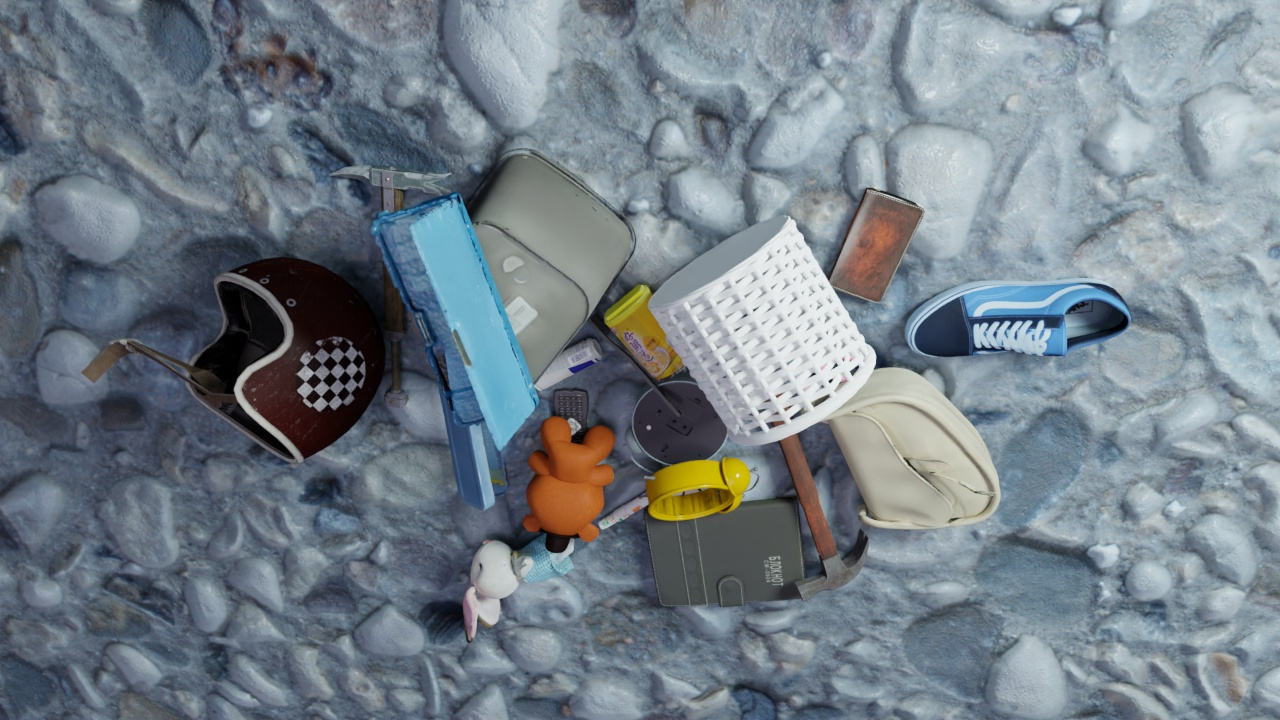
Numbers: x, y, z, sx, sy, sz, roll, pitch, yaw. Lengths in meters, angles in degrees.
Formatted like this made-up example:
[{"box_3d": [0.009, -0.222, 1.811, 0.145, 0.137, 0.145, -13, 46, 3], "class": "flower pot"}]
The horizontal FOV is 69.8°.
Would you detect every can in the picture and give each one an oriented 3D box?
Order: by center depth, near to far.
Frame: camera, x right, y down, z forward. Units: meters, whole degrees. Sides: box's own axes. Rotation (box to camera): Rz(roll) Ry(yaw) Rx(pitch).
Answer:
[{"box_3d": [0.012, -0.033, 1.109, 0.068, 0.067, 0.105, -36, 107, 19], "class": "can"}, {"box_3d": [-0.094, 0.004, 1.156, 0.095, 0.032, 0.032, -27, 109, 16], "class": "can"}]

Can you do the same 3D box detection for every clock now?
[{"box_3d": [0.045, 0.082, 1.172, 0.122, 0.045, 0.160, 30, 115, -8], "class": "clock"}, {"box_3d": [0.077, 0.164, 1.175, 0.152, 0.052, 0.114, -6, 151, -9], "class": "clock"}]

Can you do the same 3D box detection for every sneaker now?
[{"box_3d": [0.431, -0.042, 1.048, 0.241, 0.098, 0.083, -9, 113, 9], "class": "sneaker"}]

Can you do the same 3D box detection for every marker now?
[{"box_3d": [0.004, 0.189, 1.239, 0.146, 0.017, 0.017, -33, 107, 18], "class": "marker"}]

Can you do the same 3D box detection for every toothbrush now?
[{"box_3d": [-0.007, 0.007, 1.127, 0.013, 0.012, 0.167, -44, 81, 14], "class": "toothbrush"}]

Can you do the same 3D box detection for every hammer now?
[{"box_3d": [-0.310, -0.084, 1.140, 0.147, 0.028, 0.317, 9, 115, 8], "class": "hammer"}, {"box_3d": [0.215, 0.169, 1.190, 0.111, 0.028, 0.301, -23, 109, -3], "class": "hammer"}]

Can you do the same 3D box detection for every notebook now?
[{"box_3d": [0.118, 0.267, 1.260, 0.209, 0.029, 0.170, -5, 113, 10], "class": "notebook"}]

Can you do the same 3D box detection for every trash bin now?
[{"box_3d": [-0.132, -0.094, 1.012, 0.197, 0.219, 0.198, 36, 112, -11], "class": "trash bin"}]

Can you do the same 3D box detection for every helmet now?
[{"box_3d": [-0.433, 0.001, 1.072, 0.234, 0.253, 0.234, 6, 143, 48], "class": "helmet"}]

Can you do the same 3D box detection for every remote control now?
[{"box_3d": [-0.090, 0.094, 1.209, 0.046, 0.009, 0.125, 1, 114, 5], "class": "remote control"}]

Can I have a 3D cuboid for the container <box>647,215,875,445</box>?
[{"box_3d": [0.134, -0.034, 1.026, 0.190, 0.189, 0.187, -30, 103, 17], "class": "container"}]

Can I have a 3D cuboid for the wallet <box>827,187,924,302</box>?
[{"box_3d": [0.271, -0.133, 1.065, 0.072, 0.019, 0.123, 19, 115, -3], "class": "wallet"}]

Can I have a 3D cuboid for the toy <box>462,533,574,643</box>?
[{"box_3d": [-0.174, 0.283, 1.262, 0.205, 0.131, 0.105, -38, 85, 7], "class": "toy"}]

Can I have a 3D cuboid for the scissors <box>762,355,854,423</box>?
[{"box_3d": [0.192, 0.025, 1.149, 0.179, 0.016, 0.108, 16, 115, -2], "class": "scissors"}]

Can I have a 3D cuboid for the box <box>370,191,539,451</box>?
[{"box_3d": [-0.179, -0.029, 0.863, 0.094, 0.110, 0.232, -13, 112, 10], "class": "box"}]

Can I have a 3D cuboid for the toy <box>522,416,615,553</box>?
[{"box_3d": [-0.095, 0.164, 1.187, 0.112, 0.096, 0.176, 13, 90, -1], "class": "toy"}]

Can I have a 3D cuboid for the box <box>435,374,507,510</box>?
[{"box_3d": [-0.218, 0.093, 1.215, 0.069, 0.063, 0.210, 14, 119, 39], "class": "box"}]

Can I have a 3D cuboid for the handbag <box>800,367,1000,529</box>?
[{"box_3d": [0.323, 0.123, 1.116, 0.184, 0.131, 0.229, -23, 112, 18], "class": "handbag"}]
